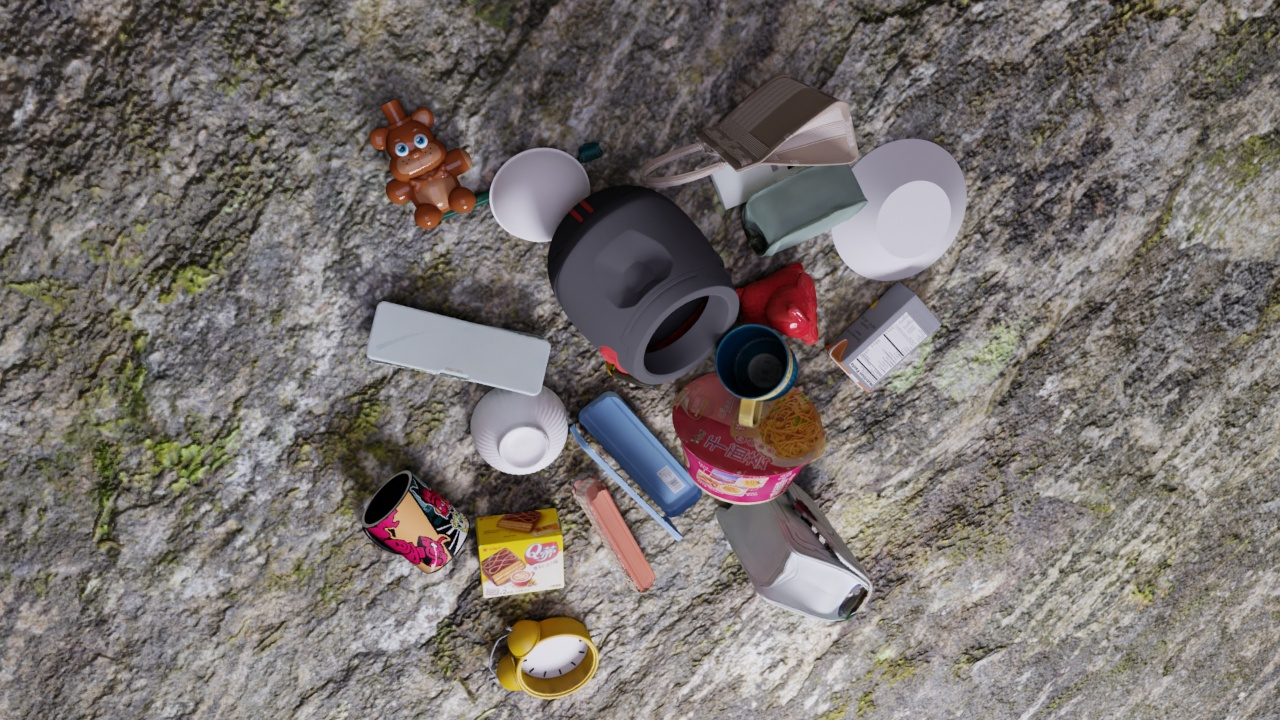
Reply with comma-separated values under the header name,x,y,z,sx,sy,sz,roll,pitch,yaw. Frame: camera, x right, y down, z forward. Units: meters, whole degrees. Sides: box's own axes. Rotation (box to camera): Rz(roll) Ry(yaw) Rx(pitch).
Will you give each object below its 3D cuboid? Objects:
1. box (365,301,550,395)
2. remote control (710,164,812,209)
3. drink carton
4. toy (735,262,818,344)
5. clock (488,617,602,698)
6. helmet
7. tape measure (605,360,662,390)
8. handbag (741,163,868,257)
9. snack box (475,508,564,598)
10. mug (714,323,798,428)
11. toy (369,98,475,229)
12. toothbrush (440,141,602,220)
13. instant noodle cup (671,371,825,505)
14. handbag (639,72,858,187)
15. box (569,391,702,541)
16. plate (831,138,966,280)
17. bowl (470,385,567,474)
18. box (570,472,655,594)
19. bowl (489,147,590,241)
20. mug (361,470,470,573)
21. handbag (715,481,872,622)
name,x,y,z,sx,sy,sz,roll,pitch,yaw
box,-0.202,-0.014,1.029,0.199,0.066,0.083,12,109,-13
remote control,0.152,-0.221,1.032,0.143,0.024,0.049,-26,117,0
drink carton,0.301,-0.029,1.142,0.125,0.048,0.076,-44,116,9
toy,0.158,-0.054,1.059,0.094,0.132,0.088,-12,106,2
clock,-0.130,0.402,1.246,0.151,0.052,0.114,11,112,-22
helmet,-0.008,-0.091,0.965,0.164,0.170,0.264,-41,159,2
tape measure,-0.006,0.006,1.080,0.065,0.064,0.037,20,101,-11
handbag,0.178,-0.170,1.021,0.122,0.106,0.067,-25,83,-1
snack box,-0.151,0.243,1.158,0.105,0.061,0.084,-5,116,-11
mug,0.132,0.021,1.052,0.083,0.107,0.113,9,87,15
toy,-0.224,-0.203,0.935,0.095,0.065,0.128,-28,112,-6
toothbrush,-0.130,-0.193,0.984,0.190,0.016,0.017,-22,135,-2
instant noodle cup,0.124,0.098,1.104,0.178,0.178,0.078,-5,132,-11
handbag,0.093,-0.221,0.937,0.198,0.175,0.062,-20,117,-1
box,0.005,0.131,1.140,0.074,0.077,0.209,-41,117,3
plate,0.315,-0.171,1.086,0.174,0.036,0.174,-5,115,-11
bowl,-0.141,0.090,1.089,0.118,0.062,0.118,-5,115,-11
box,-0.036,0.220,1.196,0.058,0.062,0.188,-37,118,-24
bowl,-0.102,-0.166,0.976,0.110,0.040,0.110,-10,130,-12
mug,-0.281,0.200,1.107,0.118,0.081,0.098,-26,121,31
handbag,0.195,0.227,1.155,0.142,0.198,0.096,23,106,-22
